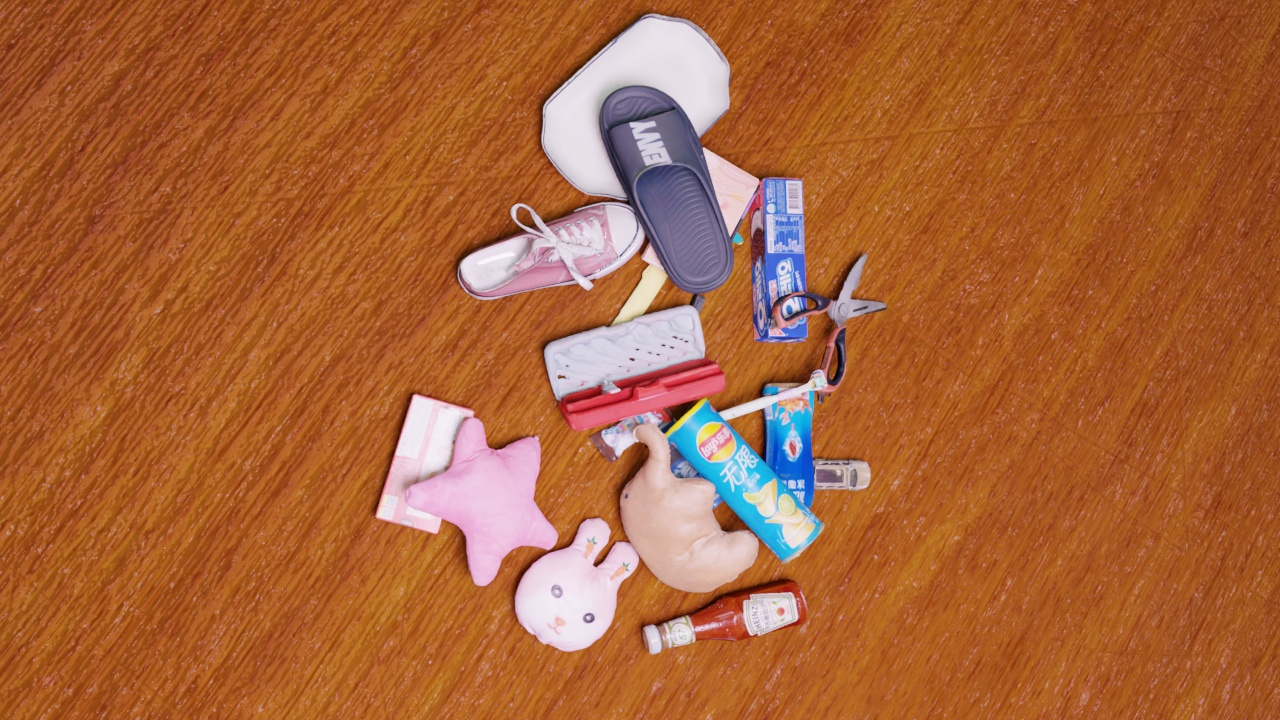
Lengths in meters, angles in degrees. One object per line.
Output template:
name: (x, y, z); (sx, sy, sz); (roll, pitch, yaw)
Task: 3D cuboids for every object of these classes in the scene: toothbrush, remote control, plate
toothbrush: (0.139, 0.054, 1.137); (0.190, 0.029, 0.020); (-21, 135, 17)
remote control: (0.056, 0.133, 1.154); (0.049, 0.024, 0.125); (-35, 91, -12)
toothbrush: (0.108, -0.137, 1.164); (0.016, 0.014, 0.189); (26, 96, -21)
plate: (-0.005, -0.316, 1.157); (0.265, 0.034, 0.162); (-45, 96, -10)

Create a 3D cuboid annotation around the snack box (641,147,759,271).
snack box: (0.075, -0.176, 1.146); (0.084, 0.026, 0.157); (29, 89, -8)

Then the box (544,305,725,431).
box: (-0.006, 0.007, 1.105); (0.201, 0.095, 0.100); (-16, 108, -12)

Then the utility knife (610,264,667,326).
utility knife: (-0.014, -0.059, 1.151); (0.031, 0.019, 0.178); (35, 77, -4)

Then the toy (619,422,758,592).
toy: (0.037, 0.184, 1.103); (0.144, 0.082, 0.226); (-32, 102, 20)

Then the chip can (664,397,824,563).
chip can: (0.123, 0.144, 1.105); (0.071, 0.071, 0.210); (-42, 85, -11)

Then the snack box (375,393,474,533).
snack box: (-0.255, 0.122, 1.086); (0.075, 0.025, 0.152); (17, 84, -12)

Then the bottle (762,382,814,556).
bottle: (0.188, 0.137, 1.162); (0.065, 0.065, 0.218); (0, 87, -13)

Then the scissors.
scissors: (0.242, -0.055, 1.166); (0.189, 0.015, 0.224); (31, 69, -31)

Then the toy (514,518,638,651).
toy: (-0.075, 0.270, 1.108); (0.121, 0.054, 0.159); (40, 72, -9)

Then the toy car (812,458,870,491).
toy car: (0.259, 0.149, 1.194); (0.090, 0.035, 0.042); (3, 88, -15)

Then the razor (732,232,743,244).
razor: (0.079, -0.192, 1.172); (0.132, 0.028, 0.043); (39, 84, -7)

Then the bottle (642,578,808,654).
bottle: (0.105, 0.322, 1.138); (0.206, 0.060, 0.060); (-11, 90, -13)

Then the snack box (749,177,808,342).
snack box: (0.177, -0.126, 1.176); (0.057, 0.058, 0.207); (-1, 87, -13)

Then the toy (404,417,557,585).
toy: (-0.166, 0.160, 1.077); (0.178, 0.075, 0.194); (-50, 117, -30)

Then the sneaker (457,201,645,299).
sneaker: (-0.100, -0.133, 1.100); (0.240, 0.088, 0.118); (-18, 91, -13)

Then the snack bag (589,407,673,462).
snack bag: (-0.008, 0.083, 1.140); (0.105, 0.026, 0.045); (-34, 71, -9)

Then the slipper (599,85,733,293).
slipper: (0.038, -0.210, 1.088); (0.110, 0.083, 0.268); (-23, 90, -1)
